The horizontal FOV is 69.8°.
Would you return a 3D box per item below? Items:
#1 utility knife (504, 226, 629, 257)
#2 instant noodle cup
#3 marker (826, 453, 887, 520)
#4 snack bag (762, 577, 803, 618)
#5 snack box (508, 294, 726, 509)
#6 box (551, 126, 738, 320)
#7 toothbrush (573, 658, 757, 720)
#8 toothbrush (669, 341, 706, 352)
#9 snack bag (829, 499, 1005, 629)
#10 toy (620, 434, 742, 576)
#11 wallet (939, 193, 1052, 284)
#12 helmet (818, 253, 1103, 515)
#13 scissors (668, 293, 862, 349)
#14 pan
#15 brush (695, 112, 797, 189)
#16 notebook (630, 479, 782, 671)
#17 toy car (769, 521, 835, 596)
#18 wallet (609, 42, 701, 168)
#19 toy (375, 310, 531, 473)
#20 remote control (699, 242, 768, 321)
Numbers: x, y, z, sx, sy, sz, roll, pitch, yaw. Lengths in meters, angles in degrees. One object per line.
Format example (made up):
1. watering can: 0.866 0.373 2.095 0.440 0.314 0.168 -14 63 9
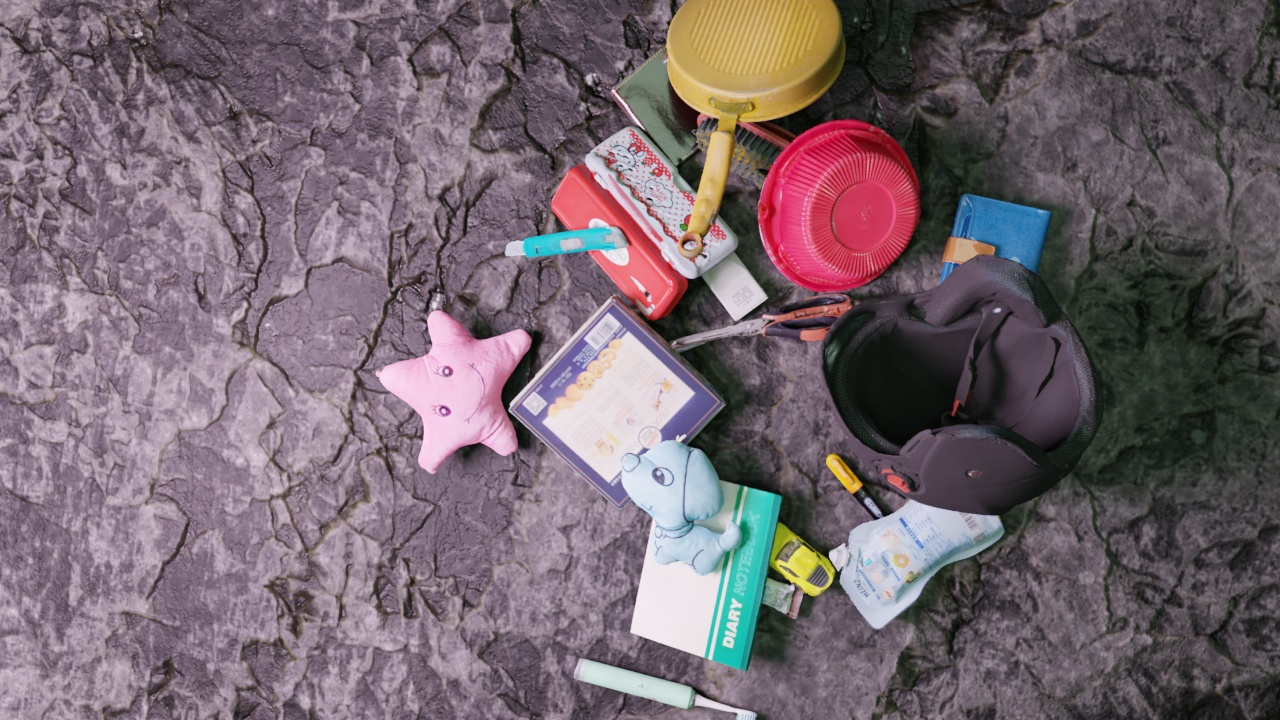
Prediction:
1. utility knife: -0.091 -0.136 1.076 0.180 0.013 0.029 -2 104 33
2. instant noodle cup: 0.230 -0.162 0.999 0.193 0.066 0.194 -4 108 -14
3. marker: 0.260 0.159 1.068 0.018 0.015 0.124 -40 89 13
4. snack bag: 0.139 0.268 1.083 0.104 0.026 0.048 15 93 6
5. snack box: -0.027 0.049 1.074 0.182 0.045 0.178 43 98 -7
6. box: -0.001 -0.160 1.059 0.155 0.073 0.201 -44 78 16
7. toothbrush: 0.030 0.399 1.104 0.224 0.026 0.027 12 72 7
8. toothbrush: -0.007 0.006 1.099 0.189 0.029 0.021 -22 51 7
9. snack bag: 0.312 0.211 1.045 0.191 0.039 0.110 -36 101 3
10. toy: 0.046 0.161 1.046 0.161 0.050 0.156 17 97 -3
11. wallet: 0.394 -0.113 1.030 0.106 0.040 0.133 13 93 3
12. helmet: 0.323 0.042 0.950 0.275 0.230 0.232 11 57 18
13. scissors: 0.142 -0.034 1.036 0.206 0.192 0.015 -31 123 -27
14. pan: 0.102 -0.273 0.994 0.198 0.078 0.356 13 64 18
15. brush: 0.131 -0.246 1.048 0.146 0.063 0.069 30 61 1
16. notebook: 0.076 0.242 1.081 0.150 0.012 0.209 12 93 22
17. toy car: 0.177 0.227 1.064 0.105 0.032 0.048 38 76 13
18. wallet: 0.037 -0.299 1.083 0.096 0.020 0.122 -39 89 7
19. toy: -0.228 0.041 1.100 0.178 0.074 0.194 10 91 -7
20. remote control: 0.094 -0.109 1.078 0.049 0.024 0.125 -38 87 9
